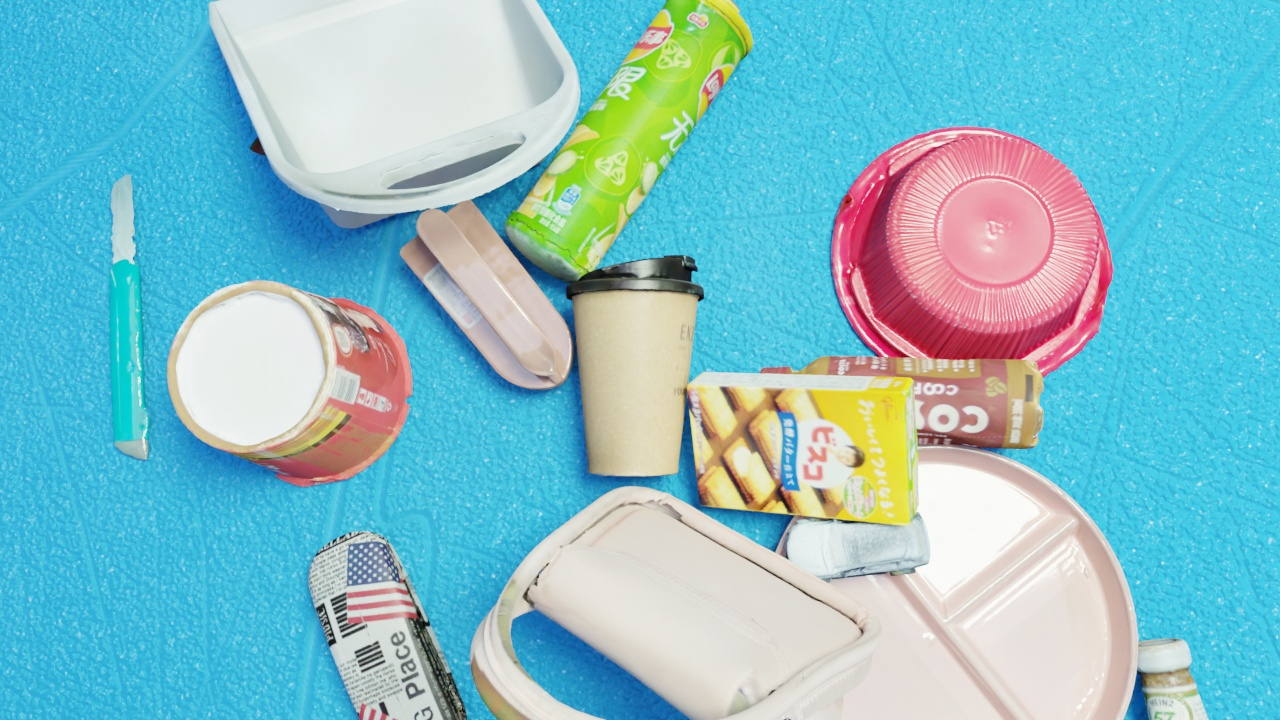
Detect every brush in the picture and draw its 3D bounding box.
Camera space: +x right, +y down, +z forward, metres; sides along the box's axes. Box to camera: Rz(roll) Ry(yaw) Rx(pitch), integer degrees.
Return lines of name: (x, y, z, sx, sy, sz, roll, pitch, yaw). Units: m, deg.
brush: (-0.100, -0.040, 0.632, 0.063, 0.073, 0.145, -38, 81, -4)

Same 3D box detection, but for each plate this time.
plate: (0.195, 0.169, 0.591, 0.229, 0.028, 0.229, -1, 77, 6)

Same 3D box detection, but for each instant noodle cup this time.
instant noodle cup: (0.230, -0.078, 0.618, 0.194, 0.066, 0.193, -1, 80, 3)
instant noodle cup: (-0.235, 0.010, 0.615, 0.138, 0.108, 0.137, -1, 80, 4)

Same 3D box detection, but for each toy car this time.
toy car: (0.137, 0.117, 0.578, 0.090, 0.034, 0.043, -7, 79, 7)

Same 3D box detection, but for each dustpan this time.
dustpan: (-0.159, -0.199, 0.614, 0.222, 0.143, 0.257, -22, 83, -12)

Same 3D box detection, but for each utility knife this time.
utility knife: (-0.380, -0.034, 0.681, 0.029, 0.013, 0.218, -7, 82, 5)

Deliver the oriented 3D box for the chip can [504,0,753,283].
chip can: (-0.009, -0.157, 0.645, 0.072, 0.072, 0.221, 33, 85, 9)

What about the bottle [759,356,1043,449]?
bottle: (0.166, 0.026, 0.601, 0.175, 0.057, 0.057, 1, 80, 14)

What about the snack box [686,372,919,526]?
snack box: (0.101, 0.053, 0.580, 0.141, 0.033, 0.087, 1, 108, 25)

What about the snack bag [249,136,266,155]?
snack bag: (-0.235, -0.158, 0.685, 0.104, 0.026, 0.048, 16, 64, 8)

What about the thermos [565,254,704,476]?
thermos: (-0.004, 0.004, 0.612, 0.093, 0.093, 0.143, 0, 87, 4)

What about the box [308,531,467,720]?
box: (-0.169, 0.193, 0.616, 0.068, 0.051, 0.164, -23, 80, -10)

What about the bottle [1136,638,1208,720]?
bottle: (0.339, 0.275, 0.551, 0.060, 0.060, 0.206, -10, 77, 2)

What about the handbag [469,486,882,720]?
handbag: (0.009, 0.155, 0.495, 0.193, 0.233, 0.093, 24, 100, 26)
